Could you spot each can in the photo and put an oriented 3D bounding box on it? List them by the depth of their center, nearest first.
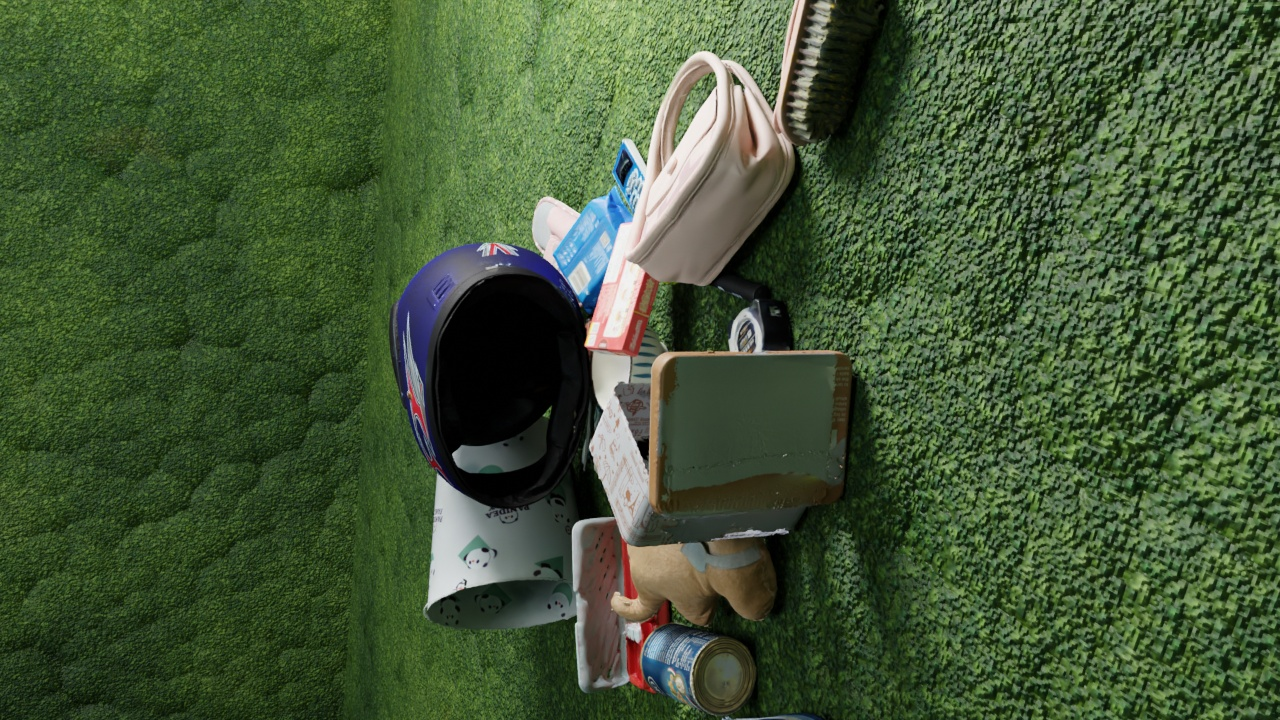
[{"bbox_3d":[0.057,0.310,0.926,0.111,0.075,0.075,-17,74,63],"label":"can"}]

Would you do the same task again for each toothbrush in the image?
[{"bbox_3d":[-0.058,0.062,1.238,0.016,0.018,0.192,-109,32,-57],"label":"toothbrush"}]

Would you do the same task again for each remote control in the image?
[{"bbox_3d":[-0.004,-0.219,1.129,0.124,0.024,0.049,65,144,40],"label":"remote control"}]

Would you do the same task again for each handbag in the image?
[{"bbox_3d":[0.058,-0.214,0.939,0.194,0.093,0.233,-48,36,45],"label":"handbag"}]

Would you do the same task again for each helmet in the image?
[{"bbox_3d":[-0.191,0.010,1.164,0.240,0.247,0.315,-162,71,-66],"label":"helmet"}]

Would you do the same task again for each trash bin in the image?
[{"bbox_3d":[-0.188,0.223,1.285,0.230,0.229,0.251,127,141,-51],"label":"trash bin"}]

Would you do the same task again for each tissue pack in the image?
[{"bbox_3d":[-0.048,-0.137,1.155,0.158,0.052,0.095,-47,65,43],"label":"tissue pack"}]

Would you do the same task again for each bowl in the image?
[{"bbox_3d":[-0.006,0.006,1.078,0.117,0.066,0.116,-178,90,-65],"label":"bowl"}]

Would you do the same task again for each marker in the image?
[{"bbox_3d":[0.091,-0.080,0.935,0.132,0.020,0.022,34,115,61],"label":"marker"}]

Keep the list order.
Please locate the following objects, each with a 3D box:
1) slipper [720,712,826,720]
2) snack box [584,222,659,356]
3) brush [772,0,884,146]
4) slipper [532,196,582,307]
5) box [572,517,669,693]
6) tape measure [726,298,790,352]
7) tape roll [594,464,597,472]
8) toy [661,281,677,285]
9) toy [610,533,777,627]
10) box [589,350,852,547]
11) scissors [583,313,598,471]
[{"bbox_3d":[0.102,0.370,0.816,0.253,0.095,0.105,150,115,-64],"label":"slipper"},{"bbox_3d":[-0.013,-0.081,1.022,0.075,0.025,0.152,5,77,53],"label":"snack box"},{"bbox_3d":[0.149,-0.254,0.773,0.073,0.063,0.146,46,131,51],"label":"brush"},{"bbox_3d":[-0.109,-0.159,1.303,0.274,0.054,0.114,50,132,50],"label":"slipper"},{"bbox_3d":[-0.028,0.286,1.076,0.095,0.101,0.201,163,106,-64],"label":"box"},{"bbox_3d":[0.113,-0.019,0.871,0.066,0.033,0.066,138,130,-59],"label":"tape measure"},{"bbox_3d":[-0.036,0.100,1.136,0.085,0.014,0.086,19,-91,-79],"label":"tape roll"},{"bbox_3d":[0.033,-0.129,1.042,0.097,0.031,0.100,152,121,-61],"label":"toy"},{"bbox_3d":[0.039,0.203,0.921,0.227,0.082,0.143,-28,80,49],"label":"toy"},{"bbox_3d":[0.073,0.057,0.781,0.154,0.182,0.185,63,142,44],"label":"box"},{"bbox_3d":[-0.062,0.028,1.208,0.189,0.015,0.226,-115,35,-62],"label":"scissors"}]
